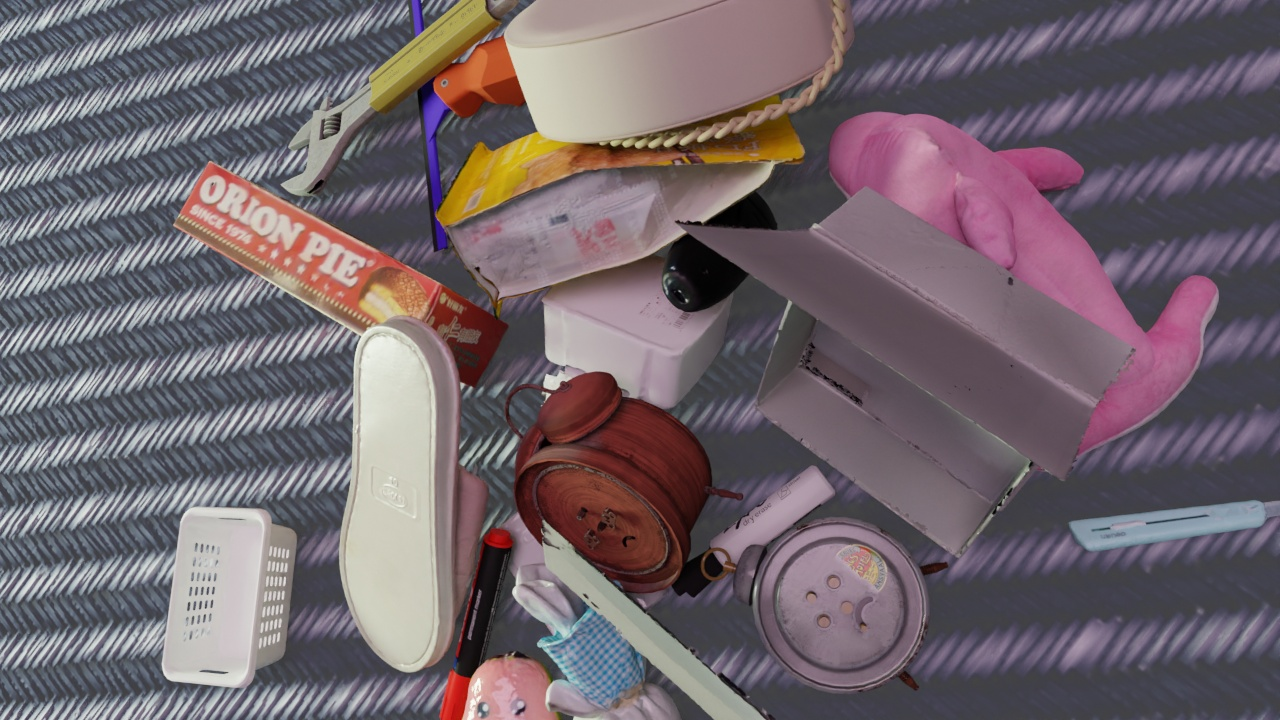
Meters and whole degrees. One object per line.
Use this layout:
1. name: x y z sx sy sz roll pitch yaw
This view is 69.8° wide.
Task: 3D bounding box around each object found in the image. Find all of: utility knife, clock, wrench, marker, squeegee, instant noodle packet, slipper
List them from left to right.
1. wrench: -0.198 -0.220 0.736 0.274 0.018 0.083 -27 61 26
2. slipper: -0.153 0.096 0.625 0.114 0.054 0.275 25 120 28
3. marker: -0.115 0.188 0.642 0.023 0.021 0.145 21 100 42
4. squeegee: -0.100 -0.228 0.719 0.185 0.055 0.249 -13 75 16
5. clock: -0.025 0.073 0.589 0.157 0.121 0.072 36 48 0
6. instant noodle packet: -0.006 -0.124 0.616 0.222 0.162 0.084 -16 117 10
7. marker: 0.073 0.116 0.611 0.126 0.025 0.025 -38 70 7
8. clock: 0.110 0.146 0.571 0.148 0.056 0.104 14 86 12
9. utility knife: 0.324 0.096 0.542 0.129 0.015 0.022 -11 44 14

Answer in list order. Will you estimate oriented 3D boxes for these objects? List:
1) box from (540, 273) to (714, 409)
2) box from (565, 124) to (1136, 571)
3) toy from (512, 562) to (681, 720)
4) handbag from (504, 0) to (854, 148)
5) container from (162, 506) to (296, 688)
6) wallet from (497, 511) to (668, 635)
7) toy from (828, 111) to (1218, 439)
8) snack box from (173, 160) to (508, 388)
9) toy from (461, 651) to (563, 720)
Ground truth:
1. box: -0.010 0.011 0.641 0.109 0.137 0.123 21 45 20
2. box: 0.126 -0.003 0.434 0.167 0.368 0.150 37 94 21
3. toy: -0.023 0.219 0.576 0.205 0.130 0.106 52 129 6
4. handbag: 0.021 -0.217 0.578 0.211 0.103 0.208 -16 31 5
5. container: -0.311 0.179 0.706 0.081 0.049 0.129 -1 79 17
6. wallet: -0.047 0.143 0.640 0.086 0.032 0.116 -45 70 3
7. toy: 0.213 -0.066 0.551 0.186 0.128 0.265 -44 75 1
8. snack box: -0.224 -0.064 0.695 0.236 0.113 0.060 28 87 21
9. toy: -0.090 0.253 0.620 0.090 0.051 0.110 -7 76 14
